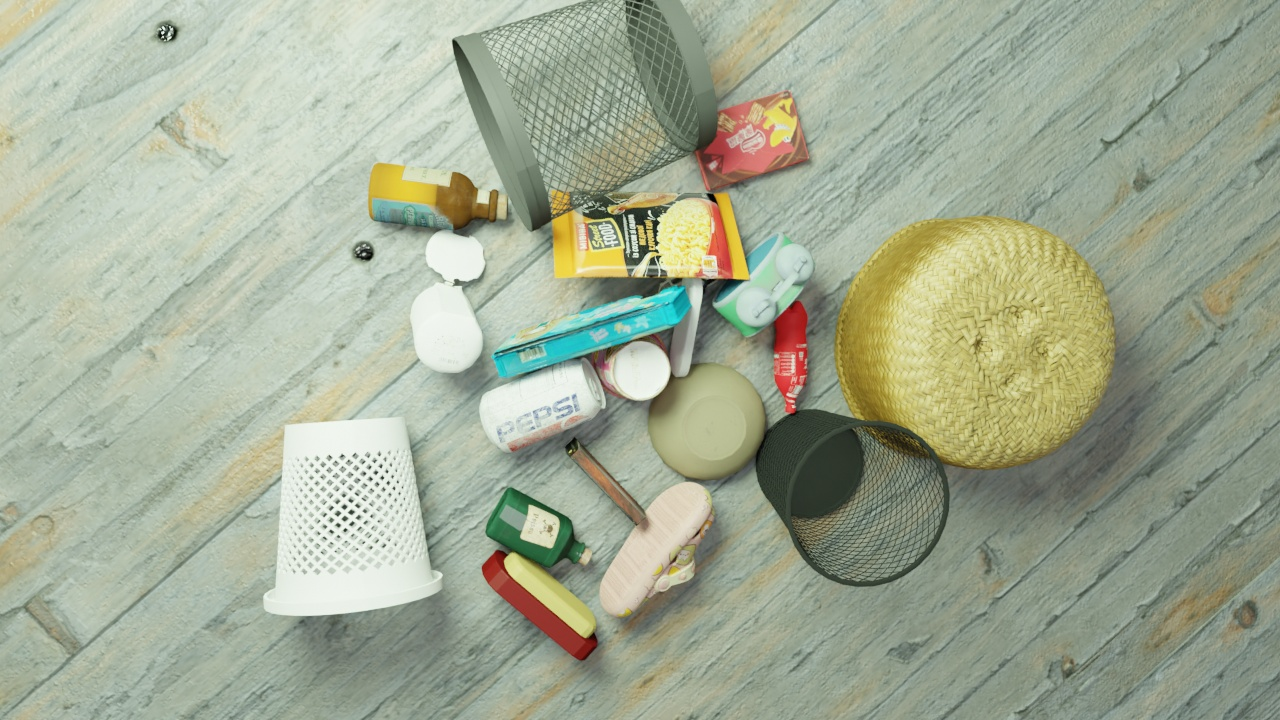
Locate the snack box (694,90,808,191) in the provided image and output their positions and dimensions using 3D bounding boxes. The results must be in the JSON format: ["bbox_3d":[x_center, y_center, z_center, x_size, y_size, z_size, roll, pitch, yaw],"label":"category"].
[{"bbox_3d":[0.132,-0.271,1.132,0.133,0.021,0.089,-18,98,-5],"label":"snack box"}]

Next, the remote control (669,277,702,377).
[{"bbox_3d":[0.055,-0.042,1.110,0.013,0.043,0.137,-2,119,-19],"label":"remote control"}]

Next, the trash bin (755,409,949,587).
[{"bbox_3d":[0.234,0.146,1.097,0.184,0.210,0.184,-1,96,-7],"label":"trash bin"}]

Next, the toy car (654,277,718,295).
[{"bbox_3d":[0.043,-0.090,1.136,0.113,0.039,0.039,-25,78,-3],"label":"toy car"}]

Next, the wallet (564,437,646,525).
[{"bbox_3d":[-0.044,0.148,1.133,0.019,0.072,0.123,-43,100,-1],"label":"wallet"}]

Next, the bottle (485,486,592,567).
[{"bbox_3d":[-0.121,0.215,1.136,0.131,0.061,0.061,30,94,-9],"label":"bottle"}]

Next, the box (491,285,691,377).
[{"bbox_3d":[-0.057,-0.036,1.062,0.227,0.094,0.041,-17,102,17],"label":"box"}]

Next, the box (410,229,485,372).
[{"bbox_3d":[-0.220,-0.072,1.071,0.083,0.140,0.142,7,111,-22],"label":"box"}]

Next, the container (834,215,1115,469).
[{"bbox_3d":[0.402,-0.015,1.111,0.307,0.196,0.307,-1,96,-5],"label":"container"}]

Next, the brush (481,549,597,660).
[{"bbox_3d":[-0.118,0.295,1.135,0.173,0.082,0.042,43,89,-10],"label":"brush"}]

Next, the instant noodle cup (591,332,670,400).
[{"bbox_3d":[-0.007,0.006,1.103,0.097,0.108,0.098,-1,97,-8],"label":"instant noodle cup"}]

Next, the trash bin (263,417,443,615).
[{"bbox_3d":[-0.332,0.169,1.052,0.195,0.195,0.199,-4,87,-7],"label":"trash bin"}]

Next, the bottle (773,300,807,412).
[{"bbox_3d":[0.190,-0.004,1.160,0.042,0.042,0.141,-2,97,-7],"label":"bottle"}]

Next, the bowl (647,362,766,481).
[{"bbox_3d":[0.088,0.081,1.152,0.152,0.050,0.152,-1,97,-7],"label":"bowl"}]

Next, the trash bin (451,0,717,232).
[{"bbox_3d":[-0.058,-0.286,1.015,0.227,0.218,0.218,-24,99,-8],"label":"trash bin"}]

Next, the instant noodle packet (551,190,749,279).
[{"bbox_3d":[0.008,-0.149,1.079,0.220,0.159,0.032,0,137,-7],"label":"instant noodle packet"}]

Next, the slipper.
[{"bbox_3d":[0.030,0.244,1.154,0.081,0.093,0.197,38,93,-30],"label":"slipper"}]

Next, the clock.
[{"bbox_3d":[0.152,-0.087,1.085,0.075,0.161,0.122,41,91,-9],"label":"clock"}]

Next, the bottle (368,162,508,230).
[{"bbox_3d":[-0.233,-0.188,1.072,0.157,0.068,0.068,6,96,-8],"label":"bottle"}]

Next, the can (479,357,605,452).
[{"bbox_3d":[-0.117,0.052,1.096,0.136,0.078,0.078,-23,99,10],"label":"can"}]
